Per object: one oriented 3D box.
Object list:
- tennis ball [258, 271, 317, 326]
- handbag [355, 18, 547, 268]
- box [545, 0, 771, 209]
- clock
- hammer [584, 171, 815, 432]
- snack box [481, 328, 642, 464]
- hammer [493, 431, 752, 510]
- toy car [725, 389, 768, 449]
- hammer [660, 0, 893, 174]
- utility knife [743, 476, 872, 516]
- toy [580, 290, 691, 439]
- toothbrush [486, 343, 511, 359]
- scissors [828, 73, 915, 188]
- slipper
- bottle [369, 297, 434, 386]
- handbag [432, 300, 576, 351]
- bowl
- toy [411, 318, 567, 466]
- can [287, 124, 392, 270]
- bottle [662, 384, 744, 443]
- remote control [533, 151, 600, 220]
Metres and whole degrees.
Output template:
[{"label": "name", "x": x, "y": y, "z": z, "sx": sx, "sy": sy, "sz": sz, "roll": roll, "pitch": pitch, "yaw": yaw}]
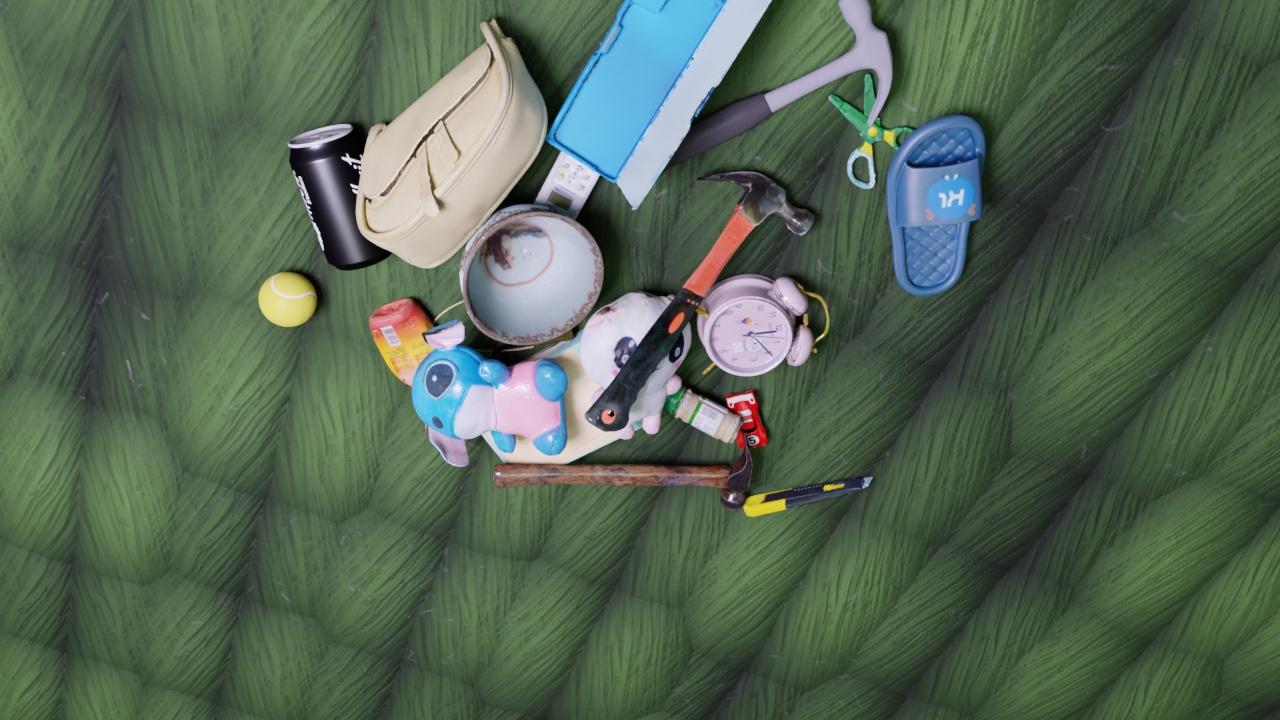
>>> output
[{"label": "tennis ball", "x": -0.419, "y": -0.073, "z": 1.092, "sx": 0.065, "sy": 0.065, "sz": 0.065, "roll": 2, "pitch": 119, "yaw": 3}, {"label": "handbag", "x": -0.200, "y": -0.221, "z": 0.939, "sx": 0.233, "sy": 0.190, "sz": 0.088, "roll": -35, "pitch": 156, "yaw": 19}, {"label": "box", "x": 0.013, "y": -0.286, "z": 0.902, "sx": 0.114, "sy": 0.113, "sz": 0.244, "roll": 30, "pitch": 110, "yaw": -13}, {"label": "clock", "x": 0.143, "y": -0.041, "z": 1.078, "sx": 0.158, "sy": 0.058, "sz": 0.117, "roll": -9, "pitch": 119, "yaw": 8}, {"label": "hammer", "x": 0.049, "y": -0.062, "z": 1.009, "sx": 0.133, "sy": 0.033, "sz": 0.333, "roll": 35, "pitch": 89, "yaw": -16}, {"label": "snack box", "x": -0.110, "y": 0.061, "z": 1.160, "sx": 0.194, "sy": 0.044, "sz": 0.141, "roll": -27, "pitch": 114, "yaw": 17}, {"label": "hammer", "x": -0.021, "y": 0.141, "z": 1.173, "sx": 0.330, "sy": 0.033, "sz": 0.120, "roll": 1, "pitch": 129, "yaw": -5}, {"label": "toy car", "x": 0.135, "y": 0.076, "z": 1.164, "sx": 0.038, "sy": 0.025, "sz": 0.089, "roll": -13, "pitch": 118, "yaw": 10}, {"label": "hammer", "x": 0.116, "y": -0.258, "z": 0.969, "sx": 0.311, "sy": 0.029, "sz": 0.125, "roll": -23, "pitch": 106, "yaw": 18}, {"label": "utility knife", "x": 0.222, "y": 0.177, "z": 1.215, "sx": 0.174, "sy": 0.028, "sz": 0.020, "roll": -13, "pitch": 123, "yaw": 9}, {"label": "toy", "x": -0.006, "y": 0.006, "z": 1.078, "sx": 0.138, "sy": 0.101, "sz": 0.180, "roll": -11, "pitch": 108, "yaw": -25}, {"label": "toothbrush", "x": -0.190, "y": -0.001, "z": 1.134, "sx": 0.188, "sy": 0.014, "sz": 0.017, "roll": -39, "pitch": 95, "yaw": 32}, {"label": "scissors", "x": 0.241, "y": -0.241, "z": 0.987, "sx": 0.131, "sy": 0.012, "sz": 0.113, "roll": 33, "pitch": 116, "yaw": -15}, {"label": "slipper", "x": 0.319, "y": -0.160, "z": 0.996, "sx": 0.104, "sy": 0.059, "sz": 0.214, "roll": -4, "pitch": 124, "yaw": 1}, {"label": "bottle", "x": -0.277, "y": -0.008, "z": 1.129, "sx": 0.071, "sy": 0.048, "sz": 0.134, "roll": -15, "pitch": 117, "yaw": 13}, {"label": "handbag", "x": -0.171, "y": -0.048, "z": 1.119, "sx": 0.178, "sy": 0.027, "sz": 0.084, "roll": -9, "pitch": 120, "yaw": 15}, {"label": "bowl", "x": -0.130, "y": -0.108, "z": 1.018, "sx": 0.159, "sy": 0.094, "sz": 0.160, "roll": -13, "pitch": 126, "yaw": -18}, {"label": "toy", "x": -0.177, "y": 0.035, "z": 1.075, "sx": 0.191, "sy": 0.098, "sz": 0.224, "roll": 7, "pitch": 130, "yaw": 1}, {"label": "can", "x": -0.330, "y": -0.180, "z": 1.017, "sx": 0.080, "sy": 0.080, "sz": 0.146, "roll": -8, "pitch": 119, "yaw": 8}, {"label": "bottle", "x": 0.073, "y": 0.063, "z": 1.137, "sx": 0.110, "sy": 0.042, "sz": 0.043, "roll": 28, "pitch": 118, "yaw": 4}, {"label": "remote control", "x": -0.071, "y": -0.210, "z": 1.017, "sx": 0.050, "sy": 0.022, "sz": 0.134, "roll": 27, "pitch": 118, "yaw": -12}]
